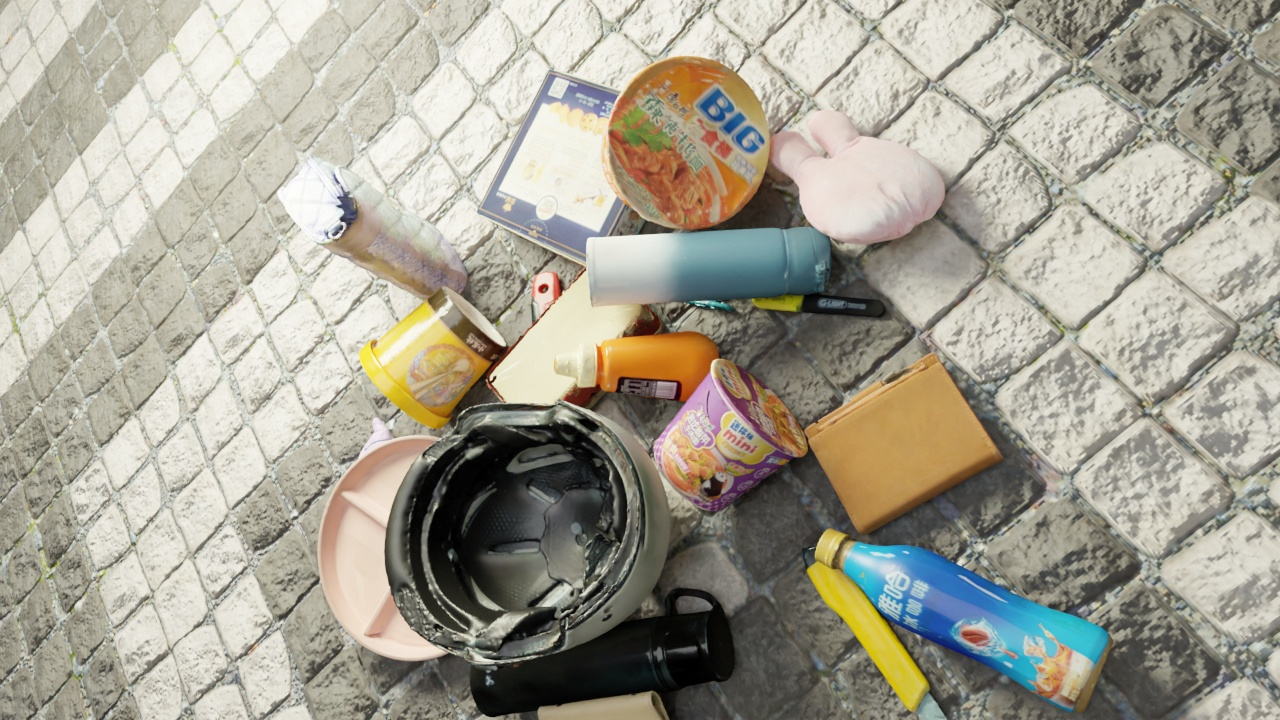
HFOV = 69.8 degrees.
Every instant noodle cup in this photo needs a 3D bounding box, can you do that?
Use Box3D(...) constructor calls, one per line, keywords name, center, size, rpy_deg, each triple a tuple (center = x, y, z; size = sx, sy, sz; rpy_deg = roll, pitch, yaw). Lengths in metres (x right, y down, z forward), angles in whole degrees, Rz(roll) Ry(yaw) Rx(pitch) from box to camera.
Box3D(name="instant noodle cup", center=(-0.215, -0.008, 0.974), size=(0.114, 0.118, 0.118), rpy_deg=(-45, 61, 3))
Box3D(name="instant noodle cup", center=(0.031, -0.197, 0.857), size=(0.151, 0.151, 0.111), rpy_deg=(-63, 15, 1))
Box3D(name="instant noodle cup", center=(0.073, 0.071, 0.803), size=(0.099, 0.111, 0.111), rpy_deg=(-47, 61, 19))

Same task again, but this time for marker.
Box3D(name="marker", center=(0.160, -0.052, 0.834), size=(0.124, 0.015, 0.018), rpy_deg=(7, 84, 28))

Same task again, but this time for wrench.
Box3D(name="wrench", center=(-0.100, 0.037, 0.953), size=(0.056, 0.016, 0.273), rpy_deg=(-4, 76, 23))

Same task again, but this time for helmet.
Box3D(name="helmet", center=(-0.083, 0.155, 0.830), size=(0.275, 0.156, 0.229), rpy_deg=(-21, 66, 31))

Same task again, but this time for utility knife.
Box3D(name="utility knife", center=(0.190, 0.225, 0.749), size=(0.033, 0.015, 0.180), rpy_deg=(-43, 62, 18))

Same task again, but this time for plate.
Box3D(name="plate", center=(-0.233, 0.193, 0.958), size=(0.230, 0.028, 0.229), rpy_deg=(-3, 80, 17))

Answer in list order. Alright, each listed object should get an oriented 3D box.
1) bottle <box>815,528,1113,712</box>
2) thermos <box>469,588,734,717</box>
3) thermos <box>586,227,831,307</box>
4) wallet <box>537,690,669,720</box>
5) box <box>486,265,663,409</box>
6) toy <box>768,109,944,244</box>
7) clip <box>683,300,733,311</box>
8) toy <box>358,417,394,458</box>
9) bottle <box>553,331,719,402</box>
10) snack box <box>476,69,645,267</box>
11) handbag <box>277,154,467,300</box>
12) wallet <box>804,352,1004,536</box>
Box3D(name="bottle", center=(0.238, 0.187, 0.704), size=(0.219, 0.065, 0.065), rpy_deg=(23, 89, 31))
Box3D(name="thermos", center=(-0.036, 0.267, 0.840), size=(0.243, 0.068, 0.089), rpy_deg=(-17, 39, 22))
Box3D(name="thermos", center=(0.062, -0.085, 0.827), size=(0.220, 0.070, 0.070), rpy_deg=(-3, 74, 2))
Box3D(name="wallet", center=(-0.024, 0.333, 0.809), size=(0.115, 0.024, 0.087), rpy_deg=(-17, 113, 22))
Box3D(name="box", center=(-0.066, -0.009, 0.900), size=(0.168, 0.075, 0.091), rpy_deg=(-47, 65, 5))
Box3D(name="toy", center=(0.189, -0.164, 0.814), size=(0.121, 0.054, 0.159), rpy_deg=(-29, 57, -12))
Box3D(name="clip", center=(0.066, -0.060, 0.888), size=(0.057, 0.014, 0.047), rpy_deg=(9, 84, 31))
Box3D(name="toy", center=(-0.295, 0.130, 1.022), size=(0.084, 0.039, 0.108), rpy_deg=(37, 95, 21))
Box3D(name="bottle", center=(-0.005, 0.005, 0.843), size=(0.149, 0.067, 0.066), rpy_deg=(1, 75, -10))
Box3D(name="snack box", center=(-0.064, -0.201, 0.975), size=(0.178, 0.045, 0.182), rpy_deg=(28, 92, 31))
Box3D(name="handbag", center=(-0.285, -0.140, 0.994), size=(0.075, 0.193, 0.134), rpy_deg=(-46, 61, 8))
Box3D(name="wallet", center=(0.215, 0.069, 0.766), size=(0.132, 0.031, 0.107), rpy_deg=(-34, 67, 16))
